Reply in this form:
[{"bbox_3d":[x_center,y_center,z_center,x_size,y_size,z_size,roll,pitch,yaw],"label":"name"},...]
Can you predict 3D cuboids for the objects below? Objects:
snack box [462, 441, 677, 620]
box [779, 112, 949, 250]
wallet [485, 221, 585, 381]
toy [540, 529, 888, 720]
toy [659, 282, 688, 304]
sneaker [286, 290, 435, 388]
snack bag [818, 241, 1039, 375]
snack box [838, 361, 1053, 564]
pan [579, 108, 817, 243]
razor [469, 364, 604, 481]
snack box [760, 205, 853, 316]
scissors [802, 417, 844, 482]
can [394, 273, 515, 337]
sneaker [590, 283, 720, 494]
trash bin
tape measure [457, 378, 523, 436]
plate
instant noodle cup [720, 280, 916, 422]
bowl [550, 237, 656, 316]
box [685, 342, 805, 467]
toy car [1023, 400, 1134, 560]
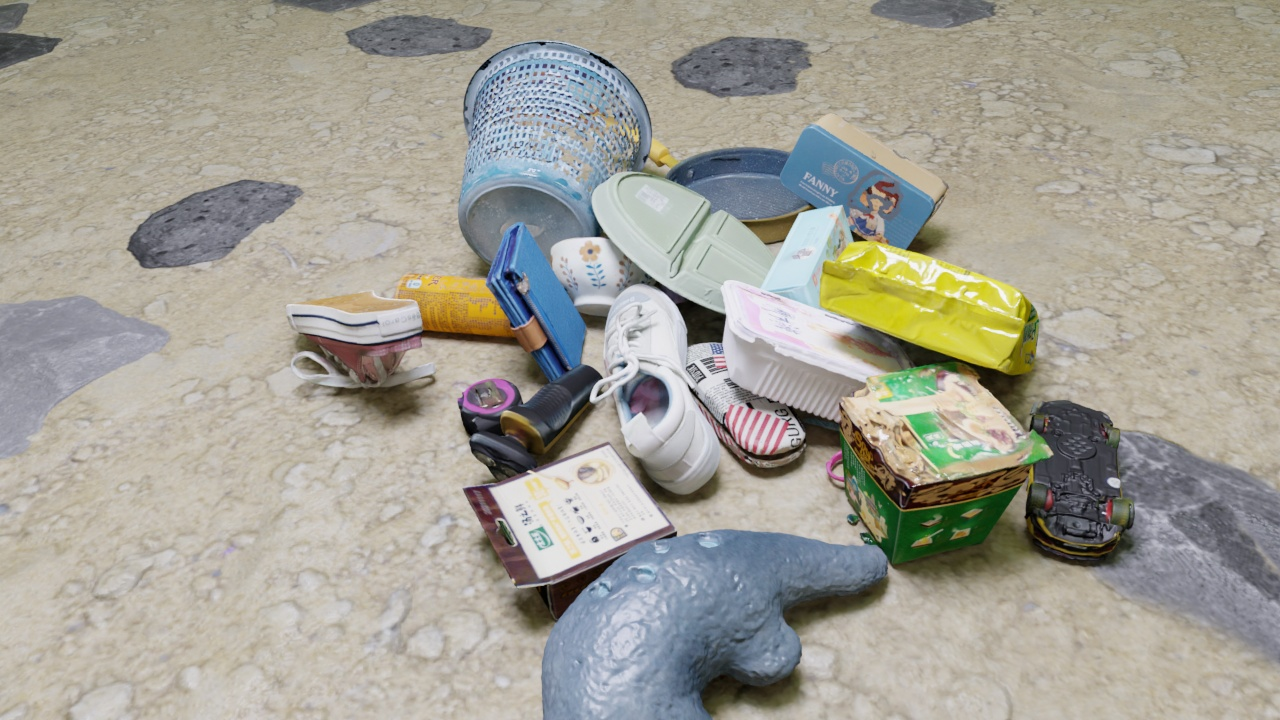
[{"bbox_3d":[-0.053,0.124,0.688,0.125,0.053,0.113,-20,40,-20],"label":"snack box"},{"bbox_3d":[0.246,-0.203,1.034,0.184,0.090,0.062,33,46,11],"label":"box"},{"bbox_3d":[-0.096,-0.052,0.867,0.040,0.133,0.106,-19,33,18],"label":"wallet"},{"bbox_3d":[0.018,0.188,0.579,0.355,0.092,0.138,-35,75,-34],"label":"toy"},{"bbox_3d":[0.047,-0.096,0.988,0.084,0.039,0.108,-10,34,-8],"label":"toy"},{"bbox_3d":[-0.269,-0.016,0.871,0.118,0.088,0.241,-15,15,-34],"label":"sneaker"},{"bbox_3d":[0.259,-0.043,0.786,0.158,0.068,0.246,23,8,25],"label":"snack bag"},{"bbox_3d":[0.213,0.081,0.683,0.117,0.106,0.118,-10,38,-12],"label":"snack box"},{"bbox_3d":[0.063,-0.245,1.156,0.358,0.078,0.197,22,43,30],"label":"pan"},{"bbox_3d":[-0.081,0.051,0.793,0.062,0.068,0.167,23,33,16],"label":"razor"},{"bbox_3d":[0.174,-0.084,0.923,0.052,0.074,0.174,-7,32,30],"label":"snack box"},{"bbox_3d":[0.200,0.067,0.778,0.133,0.017,0.133,12,36,27],"label":"scissors"},{"bbox_3d":[-0.174,-0.056,0.936,0.146,0.058,0.058,5,37,11],"label":"can"},{"bbox_3d":[-0.005,0.005,0.793,0.090,0.090,0.241,-38,38,18],"label":"sneaker"},{"bbox_3d":[-0.110,-0.206,1.029,0.227,0.227,0.194,3,50,8],"label":"trash bin"},{"bbox_3d":[-0.132,0.042,0.816,0.057,0.039,0.058,-20,40,-21],"label":"tape measure"},{"bbox_3d":[0.056,-0.124,0.942,0.230,0.028,0.229,25,29,-15],"label":"plate"},{"bbox_3d":[0.145,0.000,0.788,0.173,0.060,0.137,17,22,-7],"label":"instant noodle cup"},{"bbox_3d":[-0.038,-0.081,0.939,0.113,0.113,0.062,4,79,9],"label":"bowl"},{"bbox_3d":[0.084,0.040,0.808,0.072,0.060,0.164,4,31,-29],"label":"box"},{"bbox_3d":[0.338,0.088,0.715,0.071,0.041,0.155,9,40,16],"label":"toy car"}]
